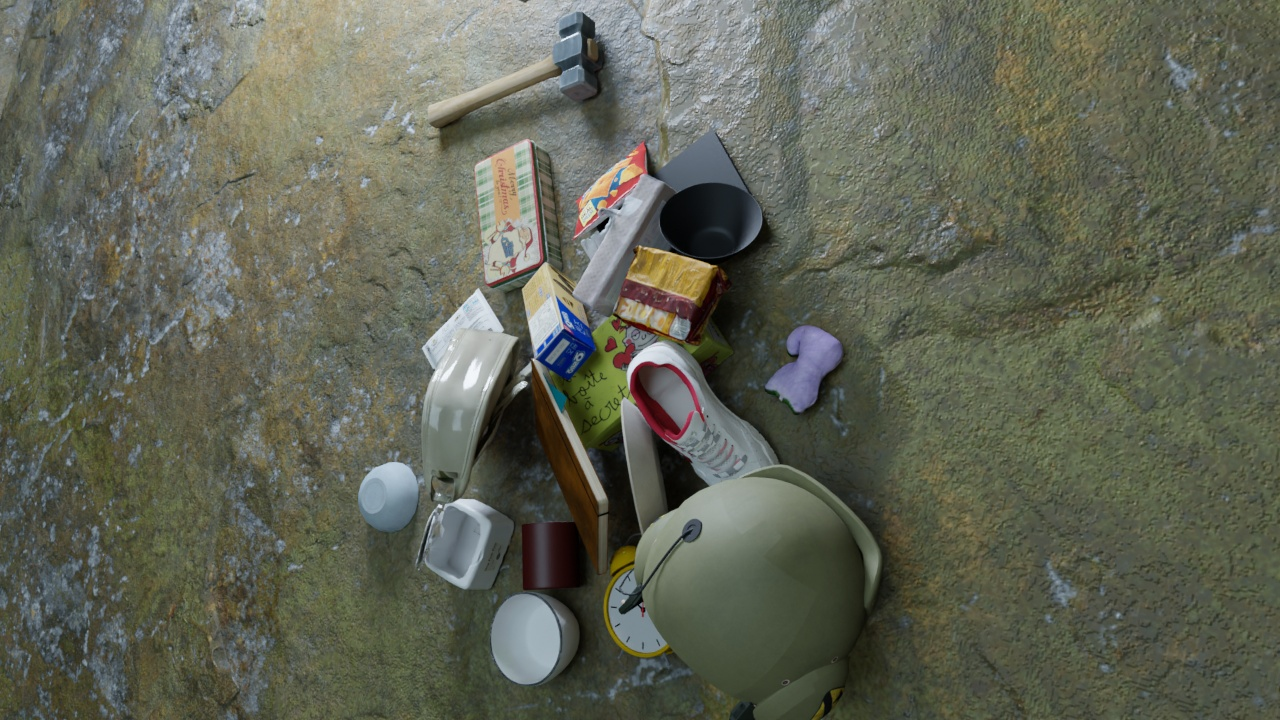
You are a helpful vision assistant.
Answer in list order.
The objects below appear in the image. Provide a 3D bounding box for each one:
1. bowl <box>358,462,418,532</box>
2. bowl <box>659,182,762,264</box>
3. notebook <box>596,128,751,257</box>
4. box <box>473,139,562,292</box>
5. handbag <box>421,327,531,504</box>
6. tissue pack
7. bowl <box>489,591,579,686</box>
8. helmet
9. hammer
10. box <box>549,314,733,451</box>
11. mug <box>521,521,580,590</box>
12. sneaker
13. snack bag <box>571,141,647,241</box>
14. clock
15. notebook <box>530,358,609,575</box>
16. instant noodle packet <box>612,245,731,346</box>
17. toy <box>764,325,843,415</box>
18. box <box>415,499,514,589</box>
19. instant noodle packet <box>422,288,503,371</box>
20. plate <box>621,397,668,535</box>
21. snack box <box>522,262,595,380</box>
[{"bbox_3d":[-0.386,0.204,1.378,0.106,0.039,0.106,-7,76,30],"label":"bowl"},{"bbox_3d":[0.087,-0.155,1.123,0.124,0.053,0.123,-3,55,5],"label":"bowl"},{"bbox_3d":[0.045,-0.187,1.211,0.207,0.016,0.149,-35,63,21],"label":"notebook"},{"bbox_3d":[-0.181,-0.209,1.335,0.118,0.050,0.205,-15,71,27],"label":"box"},{"bbox_3d":[-0.204,0.068,1.213,0.132,0.228,0.184,9,106,3],"label":"handbag"},{"bbox_3d":[-0.015,-0.145,1.168,0.071,0.103,0.181,39,101,35],"label":"tissue pack"},{"bbox_3d":[-0.129,0.353,1.173,0.117,0.065,0.116,-7,77,30],"label":"bowl"},{"bbox_3d":[0.124,0.227,0.920,0.250,0.255,0.233,43,106,28],"label":"helmet"},{"bbox_3d":[-0.201,-0.418,1.395,0.324,0.051,0.117,-11,74,32],"label":"hammer"},{"bbox_3d":[-0.007,0.007,1.164,0.221,0.082,0.124,-38,62,18],"label":"box"},{"bbox_3d":[-0.124,0.256,1.195,0.106,0.073,0.082,-24,65,56],"label":"mug"},{"bbox_3d":[0.069,0.086,1.042,0.090,0.104,0.236,-37,90,19],"label":"sneaker"},{"bbox_3d":[-0.039,-0.227,1.229,0.131,0.039,0.143,-38,24,19],"label":"snack bag"},{"bbox_3d":[0.010,0.286,1.112,0.114,0.052,0.152,-4,81,31],"label":"clock"},{"bbox_3d":[-0.092,0.117,1.135,0.014,0.179,0.249,-16,51,-17],"label":"notebook"},{"bbox_3d":[0.034,-0.077,1.087,0.135,0.039,0.098,21,91,36],"label":"instant noodle packet"},{"bbox_3d":[0.189,0.008,1.071,0.100,0.036,0.080,-54,49,5],"label":"toy"},{"bbox_3d":[-0.258,0.245,1.239,0.103,0.130,0.110,21,89,32],"label":"box"},{"bbox_3d":[-0.266,-0.031,1.362,0.134,0.026,0.087,-44,61,17],"label":"instant noodle packet"},{"bbox_3d":[0.009,0.133,1.059,0.027,0.189,0.188,-11,73,3],"label":"plate"},{"bbox_3d":[-0.108,-0.055,1.196,0.056,0.057,0.206,-47,28,15],"label":"snack box"}]
